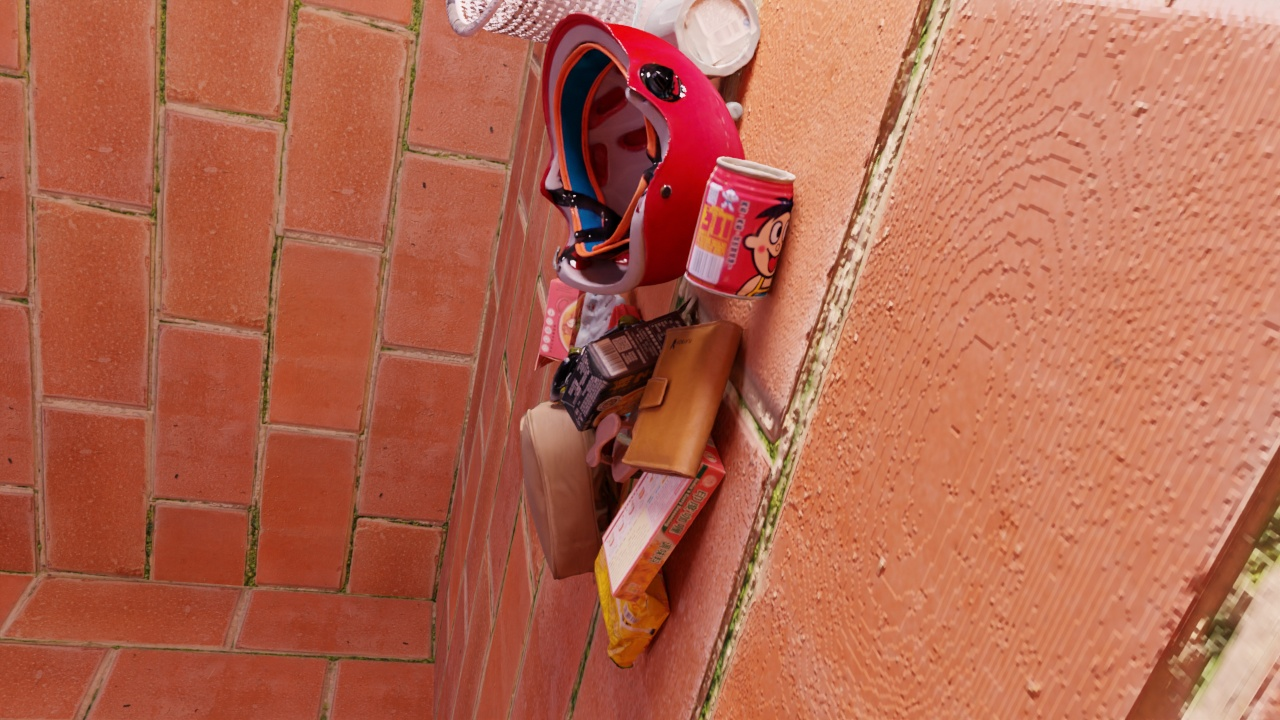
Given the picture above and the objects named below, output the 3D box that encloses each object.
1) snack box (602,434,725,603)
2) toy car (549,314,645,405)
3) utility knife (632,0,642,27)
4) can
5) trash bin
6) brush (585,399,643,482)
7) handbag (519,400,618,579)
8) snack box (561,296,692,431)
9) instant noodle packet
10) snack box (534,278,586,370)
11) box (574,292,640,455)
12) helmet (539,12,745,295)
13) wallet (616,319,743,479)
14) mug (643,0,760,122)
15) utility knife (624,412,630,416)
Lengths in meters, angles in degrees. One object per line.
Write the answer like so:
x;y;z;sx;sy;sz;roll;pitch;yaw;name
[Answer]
0.016;0.128;0.798;0.156;0.027;0.077;-59;23;23;snack box
-0.043;0.004;1.018;0.159;0.042;0.070;-26;40;38;toy car
-0.023;-0.303;1.003;0.034;0.018;0.208;-18;-57;-71;utility knife
0.075;-0.099;0.687;0.066;0.066;0.094;-117;37;-65;can
-0.085;-0.443;1.023;0.228;0.192;0.227;-21;64;52;trash bin
-0.012;0.083;0.909;0.146;0.073;0.063;128;146;-65;brush
-0.085;0.146;1.076;0.147;0.099;0.205;-127;30;-64;handbag
-0.005;0.005;0.883;0.053;0.125;0.113;60;151;19;snack box
-0.008;0.215;0.885;0.128;0.044;0.111;-102;26;-46;instant noodle packet
-0.092;-0.051;1.243;0.113;0.044;0.127;-36;-40;-69;snack box
-0.049;0.009;1.135;0.160;0.049;0.201;-117;36;-52;box
0.006;-0.177;0.798;0.207;0.143;0.240;-31;68;60;helmet
0.032;0.033;0.776;0.119;0.035;0.130;-2;66;59;wallet
0.060;-0.278;0.842;0.103;0.083;0.124;-135;28;-70;mug
-0.029;0.040;1.023;0.178;0.013;0.029;30;102;54;utility knife
